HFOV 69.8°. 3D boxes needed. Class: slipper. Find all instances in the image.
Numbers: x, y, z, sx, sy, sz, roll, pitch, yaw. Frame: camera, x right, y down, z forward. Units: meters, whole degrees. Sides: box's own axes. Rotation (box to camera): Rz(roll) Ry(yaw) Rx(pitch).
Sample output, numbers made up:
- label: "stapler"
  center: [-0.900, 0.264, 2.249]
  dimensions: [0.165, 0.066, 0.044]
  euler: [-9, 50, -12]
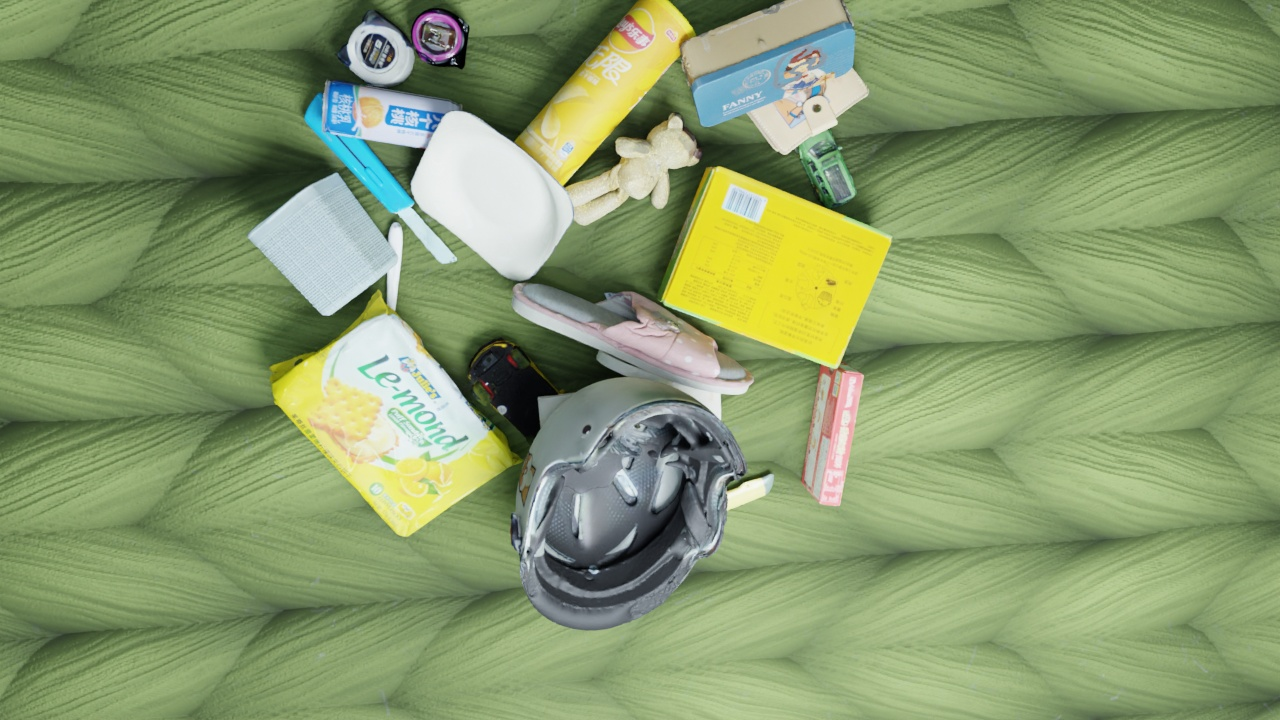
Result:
- label: "slipper"
  center: [-0.004, -0.035, 0.979]
  dimensions: [0.274, 0.114, 0.054]
  euler: [21, 108, -2]

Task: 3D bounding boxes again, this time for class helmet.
- label: "helmet"
  center: [-0.031, 0.128, 0.949]
  dimensions: [0.229, 0.156, 0.275]
  euler: [3, 122, -28]

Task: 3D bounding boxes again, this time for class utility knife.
- label: "utility knife"
  center: [-0.273, -0.186, 0.973]
  dimensions: [0.034, 0.018, 0.218]
  euler: [-40, 103, 4]
- label: "utility knife"
  center: [0.057, 0.180, 1.070]
  dimensions: [0.216, 0.022, 0.031]
  euler: [-23, 118, -6]

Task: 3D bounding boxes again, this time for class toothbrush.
- label: "toothbrush"
  center: [-0.272, -0.060, 0.999]
  dimensions: [0.016, 0.016, 0.180]
  euler: [5, 101, -7]

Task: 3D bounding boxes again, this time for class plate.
- label: "plate"
  center: [-0.147, -0.171, 0.941]
  dimensions: [0.164, 0.034, 0.164]
  euler: [40, 140, -6]

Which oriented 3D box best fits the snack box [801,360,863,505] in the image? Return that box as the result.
- label: "snack box"
  center: [0.215, 0.080, 1.034]
  dimensions: [0.025, 0.075, 0.153]
  euler: [6, 101, -7]

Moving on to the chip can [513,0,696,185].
- label: "chip can"
  center: [-0.040, -0.277, 0.945]
  dimensions: [0.072, 0.072, 0.213]
  euler: [43, 96, -11]

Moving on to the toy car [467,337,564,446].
- label: "toy car"
  center: [-0.125, 0.045, 1.017]
  dimensions: [0.071, 0.041, 0.156]
  euler: [-42, 110, 4]

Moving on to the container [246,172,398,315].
- label: "container"
  center: [-0.320, -0.117, 0.943]
  dimensions: [0.090, 0.089, 0.111]
  euler: [-33, 106, 16]

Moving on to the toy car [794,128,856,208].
- label: "toy car"
  center: [0.203, -0.210, 0.996]
  dimensions: [0.043, 0.036, 0.091]
  euler: [-28, 98, 3]

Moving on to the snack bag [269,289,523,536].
- label: "snack bag"
  center: [-0.261, 0.063, 0.986]
  dimensions: [0.158, 0.068, 0.246]
  euler: [-34, 110, 5]

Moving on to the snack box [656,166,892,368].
- label: "snack box"
  center: [0.142, -0.100, 0.995]
  dimensions: [0.210, 0.070, 0.158]
  euler: [20, 99, -8]

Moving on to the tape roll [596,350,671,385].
- label: "tape roll"
  center: [-0.006, 0.006, 0.997]
  dimensions: [0.086, 0.085, 0.014]
  euler: [19, 100, -8]

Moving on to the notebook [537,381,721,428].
- label: "notebook"
  center: [-0.008, 0.096, 1.034]
  dimensions: [0.206, 0.010, 0.146]
  euler: [-6, 109, -10]

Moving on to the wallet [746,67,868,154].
- label: "wallet"
  center: [0.175, -0.279, 0.975]
  dimensions: [0.115, 0.024, 0.087]
  euler: [-34, 78, 1]

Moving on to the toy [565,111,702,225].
- label: "toy"
  center: [-0.012, -0.199, 0.973]
  dimensions: [0.157, 0.066, 0.105]
  euler: [-31, 135, 6]

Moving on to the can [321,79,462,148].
- label: "can"
  center: [-0.252, -0.248, 0.935]
  dimensions: [0.134, 0.053, 0.053]
  euler: [6, 101, -15]

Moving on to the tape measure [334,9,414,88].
- label: "tape measure"
  center: [-0.267, -0.313, 0.939]
  dimensions: [0.066, 0.033, 0.066]
  euler: [41, 98, -9]

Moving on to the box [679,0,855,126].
- label: "box"
  center: [0.122, -0.305, 0.931]
  dimensions: [0.184, 0.090, 0.062]
  euler: [-22, 73, 8]

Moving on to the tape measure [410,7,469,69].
- label: "tape measure"
  center: [-0.205, -0.329, 0.937]
  dimensions: [0.058, 0.039, 0.057]
  euler: [11, 100, -7]
